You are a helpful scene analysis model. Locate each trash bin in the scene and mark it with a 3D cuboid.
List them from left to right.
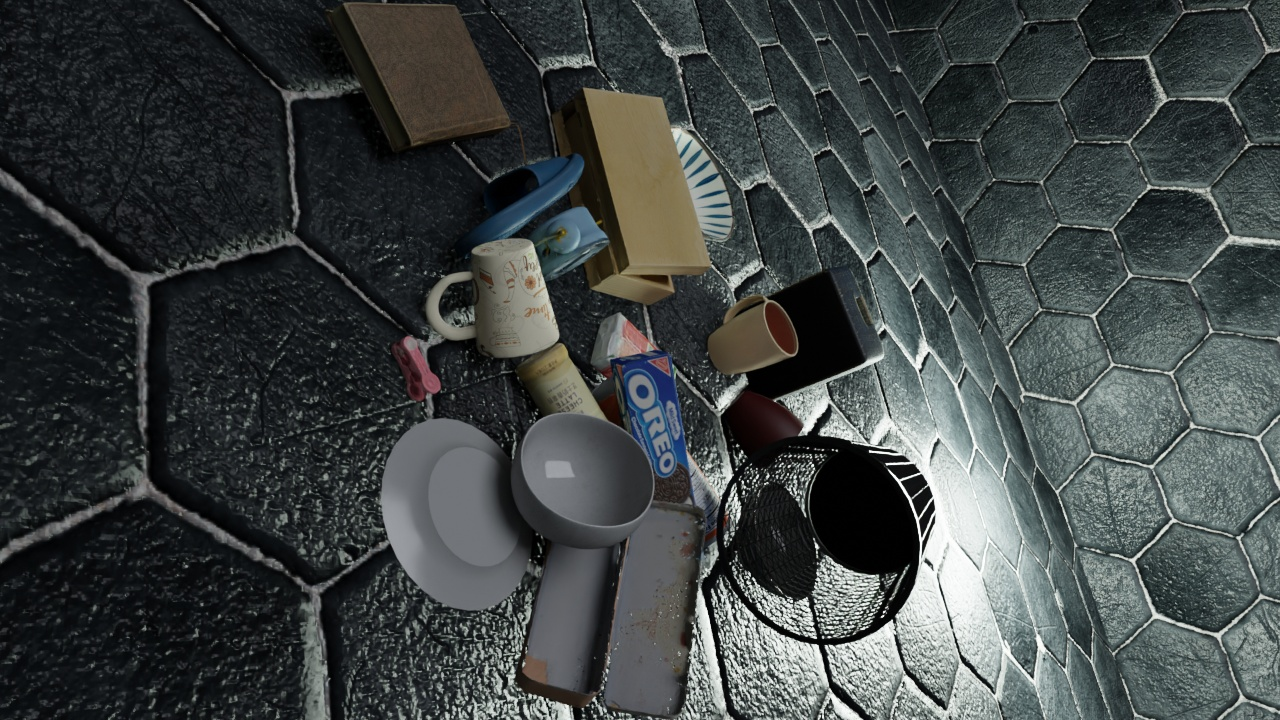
[{"bbox_3d":[0.235,0.187,1.059,0.242,0.217,0.217,1,69,-62],"label":"trash bin"}]

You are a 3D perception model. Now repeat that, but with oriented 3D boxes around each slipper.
[{"bbox_3d":[-0.127,-0.174,0.969,0.059,0.104,0.213,54,38,-13],"label":"slipper"}]

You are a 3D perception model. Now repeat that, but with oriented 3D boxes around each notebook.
[{"bbox_3d":[-0.211,-0.278,0.954,0.190,0.035,0.214,64,25,-10],"label":"notebook"}]

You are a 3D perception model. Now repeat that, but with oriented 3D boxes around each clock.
[{"bbox_3d":[-0.089,-0.126,1.001,0.051,0.089,0.124,60,30,0],"label":"clock"}]

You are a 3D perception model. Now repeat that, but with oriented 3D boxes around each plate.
[{"bbox_3d":[-0.151,0.130,0.807,0.172,0.019,0.172,33,44,-40],"label":"plate"}]

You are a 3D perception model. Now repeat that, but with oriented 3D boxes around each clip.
[{"bbox_3d":[-0.196,0.005,0.809,0.022,0.038,0.059,-29,90,-54],"label":"clip"}]

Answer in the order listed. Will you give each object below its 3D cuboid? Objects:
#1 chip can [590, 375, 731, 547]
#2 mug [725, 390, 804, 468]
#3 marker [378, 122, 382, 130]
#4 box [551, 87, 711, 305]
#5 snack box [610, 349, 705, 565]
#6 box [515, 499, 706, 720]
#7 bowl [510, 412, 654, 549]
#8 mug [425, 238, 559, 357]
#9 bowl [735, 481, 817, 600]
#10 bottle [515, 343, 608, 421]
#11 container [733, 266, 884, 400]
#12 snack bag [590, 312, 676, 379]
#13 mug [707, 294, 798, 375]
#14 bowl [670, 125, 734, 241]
[{"bbox_3d":[0.022,0.112,1.028,0.210,0.062,0.062,56,33,-14],"label":"chip can"},{"bbox_3d":[0.159,0.084,1.246,0.088,0.087,0.114,45,5,1],"label":"mug"},{"bbox_3d":[-0.246,-0.273,0.941,0.018,0.015,0.122,46,34,-34],"label":"marker"},{"bbox_3d":[-0.012,-0.213,1.145,0.140,0.123,0.248,14,57,-55],"label":"box"},{"bbox_3d":[0.018,0.105,0.962,0.059,0.059,0.226,-11,98,-14],"label":"snack box"},{"bbox_3d":[-0.018,0.214,0.848,0.154,0.059,0.216,15,47,-5],"label":"box"},{"bbox_3d":[-0.058,0.118,0.851,0.131,0.065,0.131,15,42,-15],"label":"bowl"},{"bbox_3d":[-0.144,-0.058,0.876,0.081,0.121,0.097,-134,-146,-63],"label":"mug"},{"bbox_3d":[0.161,0.232,1.156,0.150,0.057,0.150,34,43,-40],"label":"bowl"},{"bbox_3d":[-0.064,0.064,0.941,0.162,0.057,0.056,60,33,-9],"label":"bottle"},{"bbox_3d":[0.230,-0.034,1.309,0.071,0.188,0.145,-12,79,-53],"label":"container"},{"bbox_3d":[-0.006,0.006,1.082,0.116,0.036,0.076,44,39,-31],"label":"snack bag"},{"bbox_3d":[0.151,-0.038,1.275,0.085,0.105,0.111,32,44,-41],"label":"mug"},{"bbox_3d":[0.056,-0.236,1.299,0.177,0.071,0.177,34,44,-41],"label":"bowl"}]
